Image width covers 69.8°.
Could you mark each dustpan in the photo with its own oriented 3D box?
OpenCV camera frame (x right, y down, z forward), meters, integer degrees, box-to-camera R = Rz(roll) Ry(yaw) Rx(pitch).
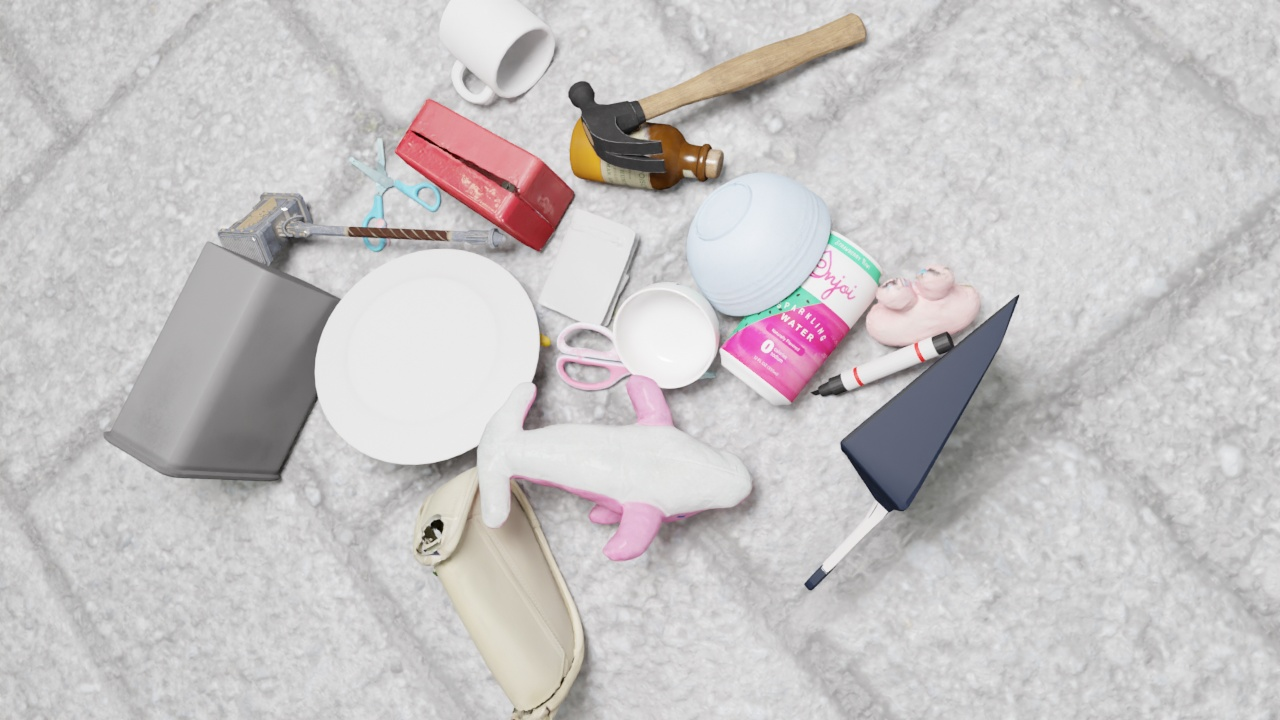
[{"bbox_3d":[0.225,0.082,0.790,0.273,0.236,0.080,-41,77,6],"label":"dustpan"}]

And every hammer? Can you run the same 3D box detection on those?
[{"bbox_3d":[0.089,-0.284,0.934,0.305,0.040,0.132,-23,56,-5],"label":"hammer"},{"bbox_3d":[-0.298,-0.141,1.013,0.322,0.098,0.044,4,129,15],"label":"hammer"}]

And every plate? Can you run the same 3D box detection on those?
[{"bbox_3d":[-0.225,-0.011,0.952,0.243,0.016,0.242,-3,68,7],"label":"plate"}]

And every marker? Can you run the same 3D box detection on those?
[{"bbox_3d":[0.232,0.008,0.892,0.146,0.019,0.019,-25,77,29],"label":"marker"}]

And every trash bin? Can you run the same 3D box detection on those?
[{"bbox_3d":[-0.425,0.009,0.980,0.097,0.191,0.220,25,88,15],"label":"trash bin"}]

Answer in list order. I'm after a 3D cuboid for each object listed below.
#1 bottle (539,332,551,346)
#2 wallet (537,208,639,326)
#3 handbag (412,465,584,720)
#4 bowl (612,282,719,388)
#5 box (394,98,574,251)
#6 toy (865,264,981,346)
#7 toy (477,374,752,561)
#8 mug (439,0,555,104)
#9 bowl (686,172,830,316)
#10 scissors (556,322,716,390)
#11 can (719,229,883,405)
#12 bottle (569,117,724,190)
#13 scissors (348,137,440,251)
[{"bbox_3d":[-0.162,-0.042,0.993,0.146,0.051,0.051,20,88,15],"label":"bottle"},{"bbox_3d":[-0.053,-0.099,0.985,0.086,0.032,0.116,27,98,16],"label":"wallet"},{"bbox_3d":[-0.158,0.236,0.901,0.132,0.184,0.229,-31,94,10],"label":"handbag"},{"bbox_3d":[0.029,-0.029,0.917,0.105,0.054,0.105,6,112,16],"label":"bowl"},{"bbox_3d":[-0.166,-0.192,0.974,0.158,0.129,0.087,31,92,15],"label":"box"},{"bbox_3d":[0.264,-0.053,0.868,0.108,0.105,0.053,-16,59,18],"label":"toy"},{"bbox_3d":[-0.027,0.116,0.900,0.265,0.128,0.186,9,60,-2],"label":"toy"},{"bbox_3d":[-0.166,-0.342,1.016,0.090,0.091,0.121,43,111,15],"label":"mug"},{"bbox_3d":[0.100,-0.125,0.890,0.151,0.074,0.150,-30,41,30],"label":"bowl"},{"bbox_3d":[-0.005,0.002,0.962,0.174,0.017,0.077,8,107,10],"label":"scissors"},{"bbox_3d":[0.157,-0.041,0.898,0.088,0.088,0.166,39,93,15],"label":"can"},{"bbox_3d":[0.009,-0.216,0.966,0.157,0.068,0.068,11,86,14],"label":"bottle"},{"bbox_3d":[-0.284,-0.196,1.062,0.126,0.015,0.136,-5,88,12],"label":"scissors"}]
